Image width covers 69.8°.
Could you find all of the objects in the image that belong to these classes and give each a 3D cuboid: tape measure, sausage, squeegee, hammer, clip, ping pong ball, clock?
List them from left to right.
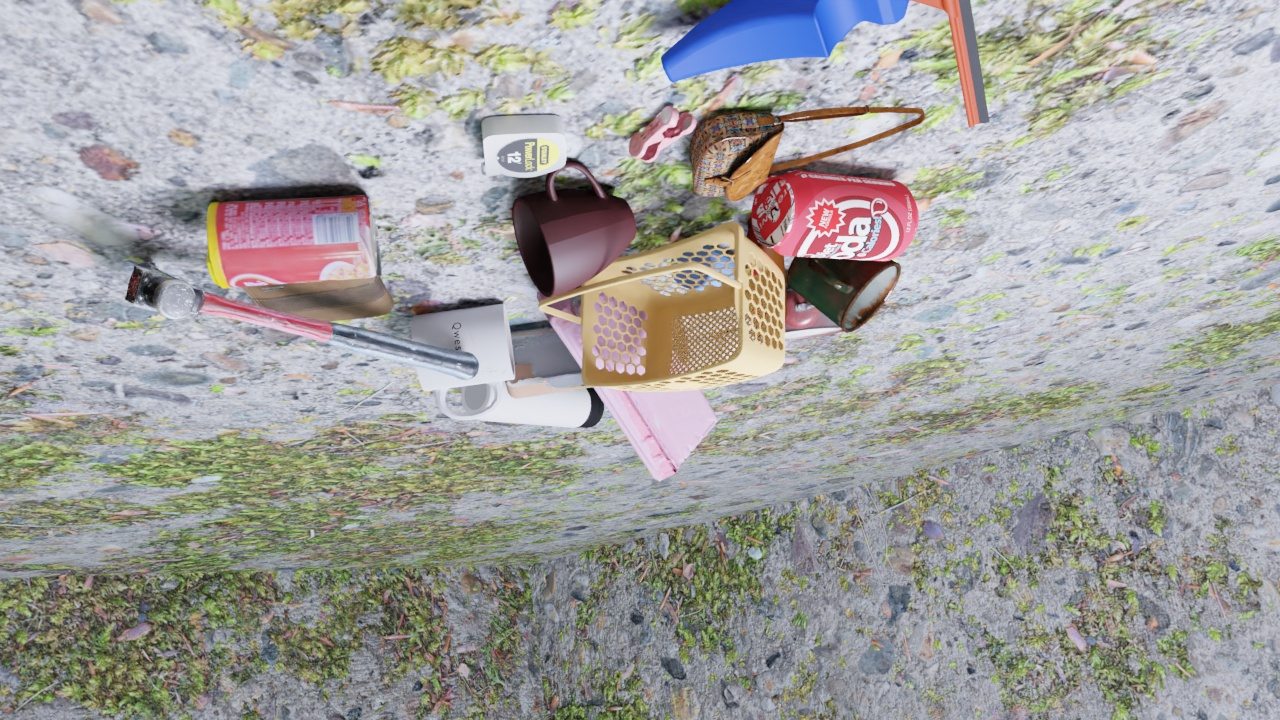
[{"bbox_3d":[-0.290,-0.028,0.830,0.141,0.036,0.325,16,179,45],"label":"hammer"},{"bbox_3d":[-0.089,-0.160,0.691,0.065,0.016,0.064,-6,162,-9],"label":"tape measure"},{"bbox_3d":[0.013,-0.173,0.697,0.060,0.023,0.044,-18,156,22],"label":"clip"},{"bbox_3d":[0.123,-0.019,1.204,0.040,0.040,0.040,-8,163,-3],"label":"ping pong ball"},{"bbox_3d":[0.127,-0.087,0.932,0.040,0.040,0.156,-11,147,5],"label":"sausage"},{"bbox_3d":[0.101,-0.212,0.562,0.185,0.055,0.249,-15,144,19],"label":"squeegee"},{"bbox_3d":[0.191,-0.062,1.056,0.109,0.062,0.157,-4,175,-17],"label":"clock"}]

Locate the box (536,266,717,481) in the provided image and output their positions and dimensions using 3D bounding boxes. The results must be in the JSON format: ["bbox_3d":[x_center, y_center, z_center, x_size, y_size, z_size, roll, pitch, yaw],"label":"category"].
[{"bbox_3d":[-0.003,0.005,0.977,0.107,0.233,0.099,-33,-154,-3],"label":"box"}]

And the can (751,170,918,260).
[{"bbox_3d":[0.177,-0.129,0.826,0.142,0.074,0.075,0,161,-26],"label":"can"}]

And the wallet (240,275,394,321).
[{"bbox_3d":[-0.305,-0.066,0.868,0.121,0.027,0.099,-7,158,-2],"label":"wallet"}]

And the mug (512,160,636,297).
[{"bbox_3d":[-0.051,-0.118,0.770,0.088,0.087,0.114,-21,135,-20],"label":"mug"}]

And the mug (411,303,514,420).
[{"bbox_3d":[-0.187,0.004,0.990,0.096,0.119,0.083,-8,180,-4],"label":"mug"}]

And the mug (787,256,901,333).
[{"bbox_3d":[0.195,-0.085,0.912,0.110,0.081,0.085,1,127,-57],"label":"mug"}]

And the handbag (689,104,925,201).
[{"bbox_3d":[0.137,-0.172,0.742,0.195,0.043,0.094,-11,165,-5],"label":"handbag"}]

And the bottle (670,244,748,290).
[{"bbox_3d":[0.086,-0.086,0.959,0.048,0.048,0.131,-20,159,32],"label":"bottle"}]

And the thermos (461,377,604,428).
[{"bbox_3d":[-0.152,0.058,1.274,0.101,0.068,0.229,-6,169,39],"label":"thermos"}]

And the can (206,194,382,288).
[{"bbox_3d":[-0.271,-0.094,0.724,0.124,0.066,0.067,-5,162,-12],"label":"can"}]

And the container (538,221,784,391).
[{"bbox_3d":[0.021,-0.041,0.825,0.184,0.129,0.166,-10,161,39],"label":"container"}]

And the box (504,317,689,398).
[{"bbox_3d":[-0.054,-0.005,1.090,0.217,0.114,0.096,-8,142,-3],"label":"box"}]
